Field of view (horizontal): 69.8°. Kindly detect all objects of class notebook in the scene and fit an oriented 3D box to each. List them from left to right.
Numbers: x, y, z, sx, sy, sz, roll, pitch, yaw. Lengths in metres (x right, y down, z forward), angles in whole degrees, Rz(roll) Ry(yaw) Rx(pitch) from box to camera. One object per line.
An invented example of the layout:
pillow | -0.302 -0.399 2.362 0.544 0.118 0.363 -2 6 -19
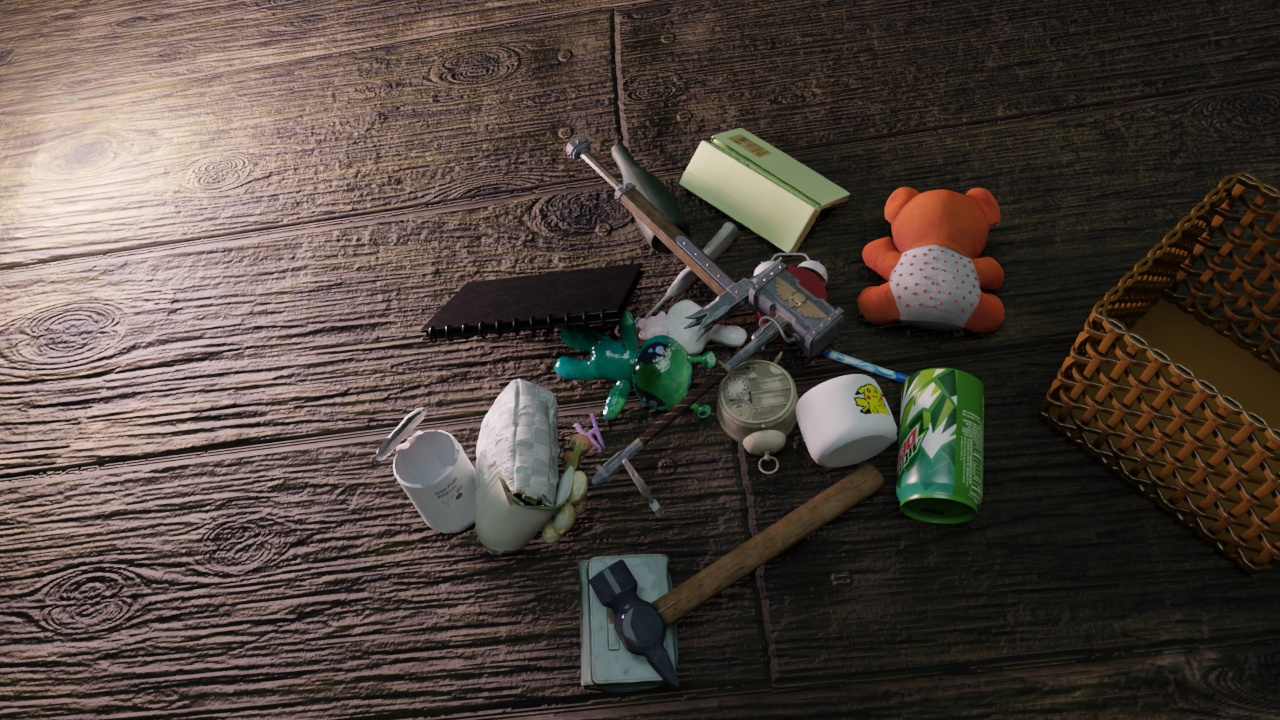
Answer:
notebook | -0.122 -0.069 1.070 0.232 0.019 0.168 -5 24 13

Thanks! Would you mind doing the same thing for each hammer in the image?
hammer | 0.019 -0.172 1.099 0.146 0.028 0.317 -36 67 -19
hammer | 0.072 0.026 0.979 0.321 0.044 0.098 -39 64 -15
hammer | 0.117 0.193 0.919 0.321 0.040 0.129 -28 75 -18

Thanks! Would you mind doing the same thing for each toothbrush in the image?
toothbrush | 0.004 0.129 0.913 0.010 0.181 0.010 -37 65 -6
toothbrush | 0.056 -0.101 1.124 0.024 0.022 0.185 46 74 -10

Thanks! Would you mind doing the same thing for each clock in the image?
clock | 0.131 0.058 1.005 0.093 0.055 0.140 -8 58 5
clock | 0.176 -0.074 1.076 0.087 0.044 0.124 0 61 9

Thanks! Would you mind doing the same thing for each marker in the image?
marker | 0.274 0.014 1.030 0.142 0.013 0.013 20 66 19

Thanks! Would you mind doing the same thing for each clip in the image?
clip | -0.052 0.080 1.047 0.051 0.014 0.045 23 65 24

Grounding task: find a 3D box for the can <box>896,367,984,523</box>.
can | 0.308 0.087 0.943 0.083 0.083 0.143 5 62 12

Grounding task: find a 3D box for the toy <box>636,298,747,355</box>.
toy | 0.059 -0.040 1.080 0.125 0.037 0.075 -11 64 6

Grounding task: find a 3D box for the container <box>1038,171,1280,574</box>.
container | 0.569 0.016 0.863 0.219 0.214 0.251 -40 63 -13

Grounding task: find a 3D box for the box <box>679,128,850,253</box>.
box | 0.154 -0.226 1.159 0.133 0.061 0.188 -42 63 -16

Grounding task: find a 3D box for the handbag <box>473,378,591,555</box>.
handbag | -0.113 0.111 0.986 0.123 0.113 0.171 13 47 -21

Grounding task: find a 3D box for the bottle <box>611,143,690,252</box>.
bottle | 0.004 -0.217 1.178 0.055 0.055 0.174 -25 59 -5

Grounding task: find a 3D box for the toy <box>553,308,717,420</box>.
toy | -0.006 0.006 1.052 0.193 0.072 0.131 14 103 20

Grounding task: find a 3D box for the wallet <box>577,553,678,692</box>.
wallet | -0.014 0.262 0.921 0.100 0.054 0.131 -8 65 6

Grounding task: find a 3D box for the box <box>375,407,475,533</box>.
box | -0.226 0.113 0.976 0.081 0.160 0.091 -37 51 -18

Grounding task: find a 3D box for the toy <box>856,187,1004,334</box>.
toy | 0.338 -0.116 1.054 0.164 0.093 0.172 7 75 16

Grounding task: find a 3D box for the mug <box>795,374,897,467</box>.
mug | 0.225 0.066 0.969 0.115 0.095 0.068 4 56 -32
